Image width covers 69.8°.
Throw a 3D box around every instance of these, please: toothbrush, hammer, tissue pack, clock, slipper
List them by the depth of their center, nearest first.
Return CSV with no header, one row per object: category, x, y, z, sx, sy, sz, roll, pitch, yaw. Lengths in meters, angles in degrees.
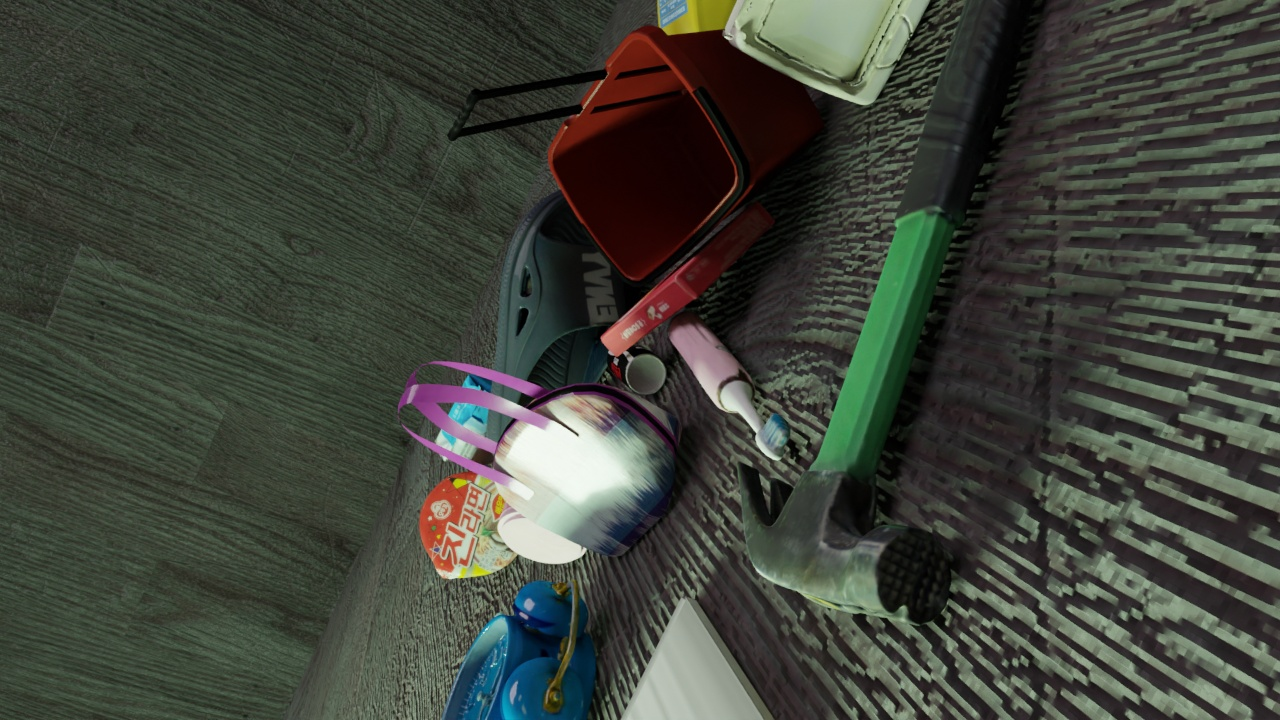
hammer,0.117,-0.055,0.382,0.318,0.032,0.130,-68,14,-13
toothbrush,0.048,0.009,0.527,0.222,0.027,0.026,-119,49,-71
clock,-0.070,0.201,0.559,0.162,0.060,0.116,-57,17,25
slipper,-0.068,-0.022,0.815,0.083,0.110,0.268,20,100,46
tissue pack,-0.153,0.059,0.986,0.093,0.062,0.144,-61,-23,15

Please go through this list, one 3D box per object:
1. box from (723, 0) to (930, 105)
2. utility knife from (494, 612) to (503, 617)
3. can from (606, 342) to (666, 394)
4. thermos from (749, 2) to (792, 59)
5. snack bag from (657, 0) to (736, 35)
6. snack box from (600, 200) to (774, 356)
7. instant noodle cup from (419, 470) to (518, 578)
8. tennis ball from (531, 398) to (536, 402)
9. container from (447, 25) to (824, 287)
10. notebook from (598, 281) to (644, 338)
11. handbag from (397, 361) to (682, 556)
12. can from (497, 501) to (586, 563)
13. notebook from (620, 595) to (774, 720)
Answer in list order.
box,0.090,-0.219,0.468,0.145,0.186,0.101,-67,29,23
utility knife,-0.098,0.231,0.709,0.022,0.015,0.158,-65,18,-4
can,-0.004,0.004,0.701,0.031,0.031,0.080,-65,15,3
thermos,0.103,-0.257,0.684,0.078,0.065,0.206,16,81,61
snack bag,0.070,-0.336,0.882,0.159,0.102,0.205,-127,50,-73
snack box,0.029,-0.054,0.635,0.089,0.021,0.133,-44,4,-27
instant noodle cup,-0.159,0.148,0.907,0.112,0.100,0.100,-132,67,-84
tennis ball,-0.070,0.059,0.776,0.065,0.065,0.065,-57,17,27
container,0.001,-0.125,0.569,0.200,0.127,0.148,-30,-6,-38
notebook,-0.025,-0.093,0.956,0.169,0.019,0.231,-61,15,20
handbag,-0.068,0.052,0.574,0.145,0.170,0.067,-51,20,42
can,-0.065,0.103,0.685,0.067,0.067,0.076,-50,20,45
notebook,-0.006,0.224,0.402,0.210,0.009,0.142,-64,15,4
